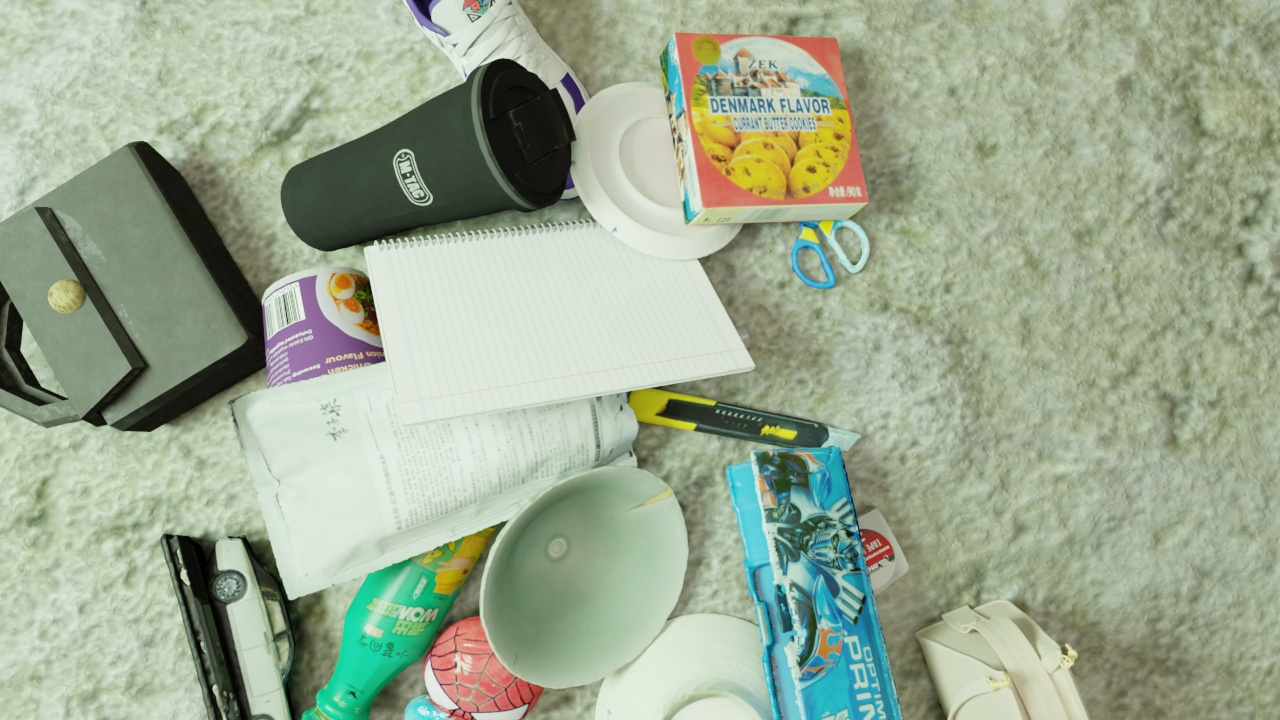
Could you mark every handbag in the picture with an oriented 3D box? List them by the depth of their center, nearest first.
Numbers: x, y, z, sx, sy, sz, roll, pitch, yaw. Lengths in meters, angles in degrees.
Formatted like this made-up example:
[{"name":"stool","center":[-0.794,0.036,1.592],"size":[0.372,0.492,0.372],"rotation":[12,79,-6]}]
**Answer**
[{"name":"handbag","center":[0.278,0.270,0.617],"size":[0.101,0.198,0.194],"rotation":[-21,85,-1]},{"name":"handbag","center":[-0.423,-0.041,0.709],"size":[0.199,0.102,0.197],"rotation":[-33,85,-2]}]

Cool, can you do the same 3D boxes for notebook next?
[{"name":"notebook","center":[-0.063,-0.040,0.665],"size":[0.245,0.013,0.177],"rotation":[-9,50,-18]}]

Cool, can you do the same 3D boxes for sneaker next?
[{"name":"sneaker","center":[-0.110,-0.241,0.716],"size":[0.092,0.111,0.244],"rotation":[-37,85,-2]}]

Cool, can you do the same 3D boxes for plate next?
[{"name":"plate","center":[0.019,-0.153,0.720],"size":[0.156,0.014,0.156],"rotation":[8,68,-20]}]

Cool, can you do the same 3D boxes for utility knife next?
[{"name":"utility knife","center":[0.082,0.050,0.733],"size":[0.188,0.020,0.028],"rotation":[10,87,1]}]

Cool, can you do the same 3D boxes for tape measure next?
[{"name":"tape measure","center":[0.172,0.153,0.719],"size":[0.060,0.020,0.062],"rotation":[-30,84,4]}]

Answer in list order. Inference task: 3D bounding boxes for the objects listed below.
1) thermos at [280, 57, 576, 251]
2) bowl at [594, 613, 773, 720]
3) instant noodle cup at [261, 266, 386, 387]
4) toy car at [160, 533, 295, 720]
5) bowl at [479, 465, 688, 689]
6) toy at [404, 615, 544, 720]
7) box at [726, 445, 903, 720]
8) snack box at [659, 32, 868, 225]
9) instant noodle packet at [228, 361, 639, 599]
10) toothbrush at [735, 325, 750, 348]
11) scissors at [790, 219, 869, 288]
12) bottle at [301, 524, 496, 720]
[{"name":"thermos","center":[-0.164,-0.141,0.685],"size":[0.219,0.105,0.106],"rotation":[-12,84,26]},{"name":"bowl","center":[0.052,0.285,0.692],"size":[0.177,0.058,0.176],"rotation":[0,85,1]},{"name":"instant noodle cup","center":[-0.227,-0.002,0.701],"size":[0.137,0.122,0.121],"rotation":[-21,75,8]},{"name":"toy car","center":[-0.303,0.216,0.701],"size":[0.071,0.094,0.191],"rotation":[-15,84,-21]},{"name":"bowl","center":[-0.051,0.153,0.697],"size":[0.174,0.068,0.174],"rotation":[-7,104,-31]},{"name":"toy","center":[-0.127,0.255,0.699],"size":[0.092,0.062,0.133],"rotation":[27,97,6]},{"name":"box","center":[0.126,0.181,0.655],"size":[0.092,0.085,0.243],"rotation":[-12,70,8]},{"name":"snack box","center":[0.096,-0.180,0.715],"size":[0.142,0.040,0.145],"rotation":[-5,79,-18]},{"name":"instant noodle packet","center":[-0.134,0.057,0.655],"size":[0.268,0.057,0.147],"rotation":[-16,105,-21]},{"name":"toothbrush","center":[-0.004,0.004,0.737],"size":[0.188,0.019,0.018],"rotation":[-14,129,0]},{"name":"scissors","center":[0.131,-0.118,0.749],"size":[0.070,0.022,0.130],"rotation":[-33,89,-2]},{"name":"bottle","center":[-0.189,0.199,0.700],"size":[0.068,0.068,0.209],"rotation":[30,86,4]}]
